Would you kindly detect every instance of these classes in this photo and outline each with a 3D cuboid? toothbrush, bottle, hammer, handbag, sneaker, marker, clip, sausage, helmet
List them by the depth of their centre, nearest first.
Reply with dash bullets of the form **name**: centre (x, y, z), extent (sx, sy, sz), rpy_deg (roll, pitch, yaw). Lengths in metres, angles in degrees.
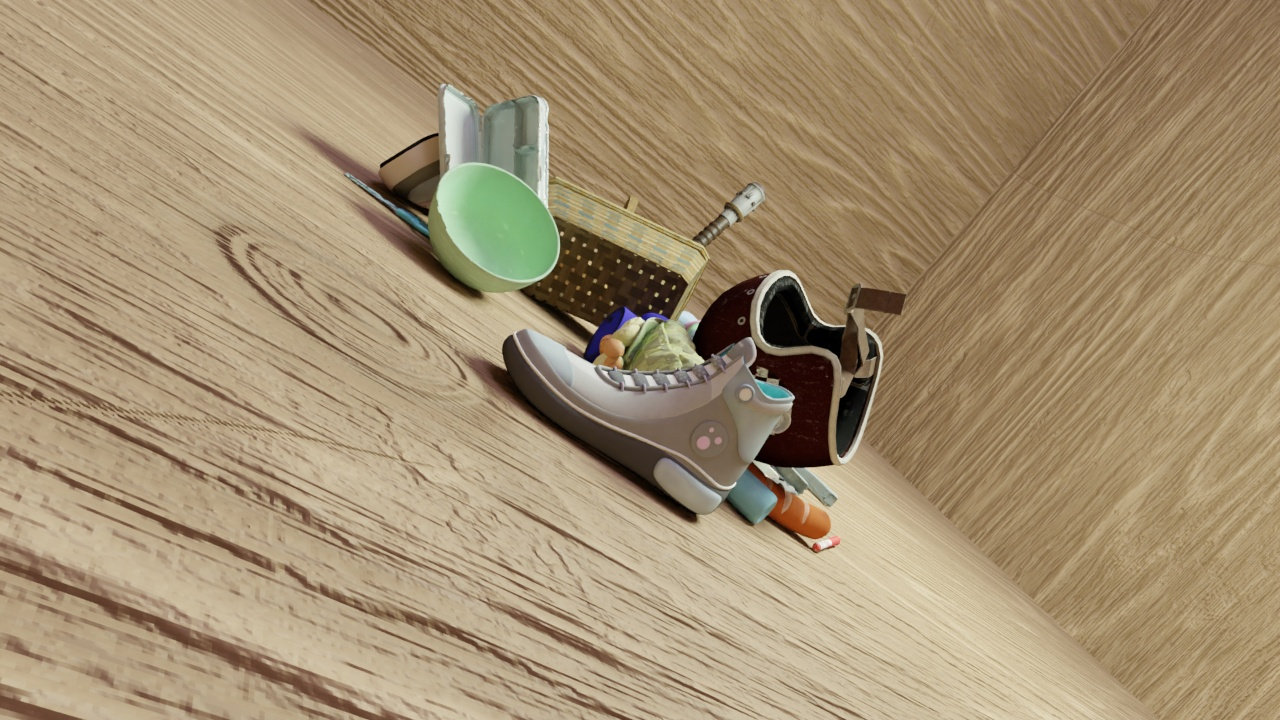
- **sneaker**: centre (0.014, 0.017, 0.818), extent (0.256, 0.160, 0.093), rpy_deg (38, 9, -21)
- **handbag**: centre (0.006, 0.014, 0.976), extent (0.117, 0.113, 0.186), rpy_deg (29, 12, -15)
- **bottle**: centre (0.091, 0.122, 1.008), extent (0.130, 0.040, 0.040), rpy_deg (43, 9, 21)
- **helmet**: centre (0.179, 0.009, 1.053), extent (0.254, 0.234, 0.232), rpy_deg (12, 14, 26)
- **sausage**: centre (0.160, 0.164, 1.072), extent (0.164, 0.045, 0.039), rpy_deg (35, 35, -27)
- **marker**: centre (0.235, 0.231, 1.157), extent (0.013, 0.013, 0.142), rpy_deg (43, 9, 21)
- **sneaker**: centre (-0.236, -0.210, 1.200), extent (0.116, 0.112, 0.293), rpy_deg (63, 11, 2)
- **toothbrush**: centre (0.128, 0.111, 1.303), extent (0.181, 0.018, 0.015), rpy_deg (43, 2, 29)
- **clip**: centre (0.234, 0.173, 1.407), extent (0.169, 0.031, 0.164), rpy_deg (40, 7, 7)
- **hammer**: centre (0.088, -0.186, 1.505), extent (0.100, 0.324, 0.190), rpy_deg (42, -19, 16)

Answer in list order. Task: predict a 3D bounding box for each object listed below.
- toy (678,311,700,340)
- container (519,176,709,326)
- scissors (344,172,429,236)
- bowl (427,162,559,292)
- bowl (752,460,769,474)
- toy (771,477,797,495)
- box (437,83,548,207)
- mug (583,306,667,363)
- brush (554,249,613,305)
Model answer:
- **toy**: centre (0.115, 0.011, 1.373), extent (0.222, 0.120, 0.170), rpy_deg (57, 19, 3)
- **container**: centre (-0.045, -0.138, 1.255), extent (0.250, 0.158, 0.186), rpy_deg (24, 25, -7)
- **scissors**: centre (-0.281, -0.173, 1.054), extent (0.136, 0.015, 0.055), rpy_deg (31, 8, -13)
- **bowl**: centre (-0.170, -0.133, 1.004), extent (0.150, 0.077, 0.150), rpy_deg (23, 50, -30)
- **bowl**: centre (0.120, 0.086, 1.213), extent (0.153, 0.073, 0.153), rpy_deg (38, 10, -8)
- **toy**: centre (0.174, 0.165, 1.177), extent (0.049, 0.030, 0.111), rpy_deg (12, -4, 21)
- **box**: centre (-0.167, -0.219, 1.091), extent (0.106, 0.210, 0.129), rpy_deg (-4, -2, 20)
- **mug**: centre (-0.002, -0.017, 1.100), extent (0.083, 0.111, 0.079), rpy_deg (37, 41, -17)
- **brush**: centre (-0.089, -0.119, 1.428), extent (0.195, 0.059, 0.043), rpy_deg (49, 4, 38)
